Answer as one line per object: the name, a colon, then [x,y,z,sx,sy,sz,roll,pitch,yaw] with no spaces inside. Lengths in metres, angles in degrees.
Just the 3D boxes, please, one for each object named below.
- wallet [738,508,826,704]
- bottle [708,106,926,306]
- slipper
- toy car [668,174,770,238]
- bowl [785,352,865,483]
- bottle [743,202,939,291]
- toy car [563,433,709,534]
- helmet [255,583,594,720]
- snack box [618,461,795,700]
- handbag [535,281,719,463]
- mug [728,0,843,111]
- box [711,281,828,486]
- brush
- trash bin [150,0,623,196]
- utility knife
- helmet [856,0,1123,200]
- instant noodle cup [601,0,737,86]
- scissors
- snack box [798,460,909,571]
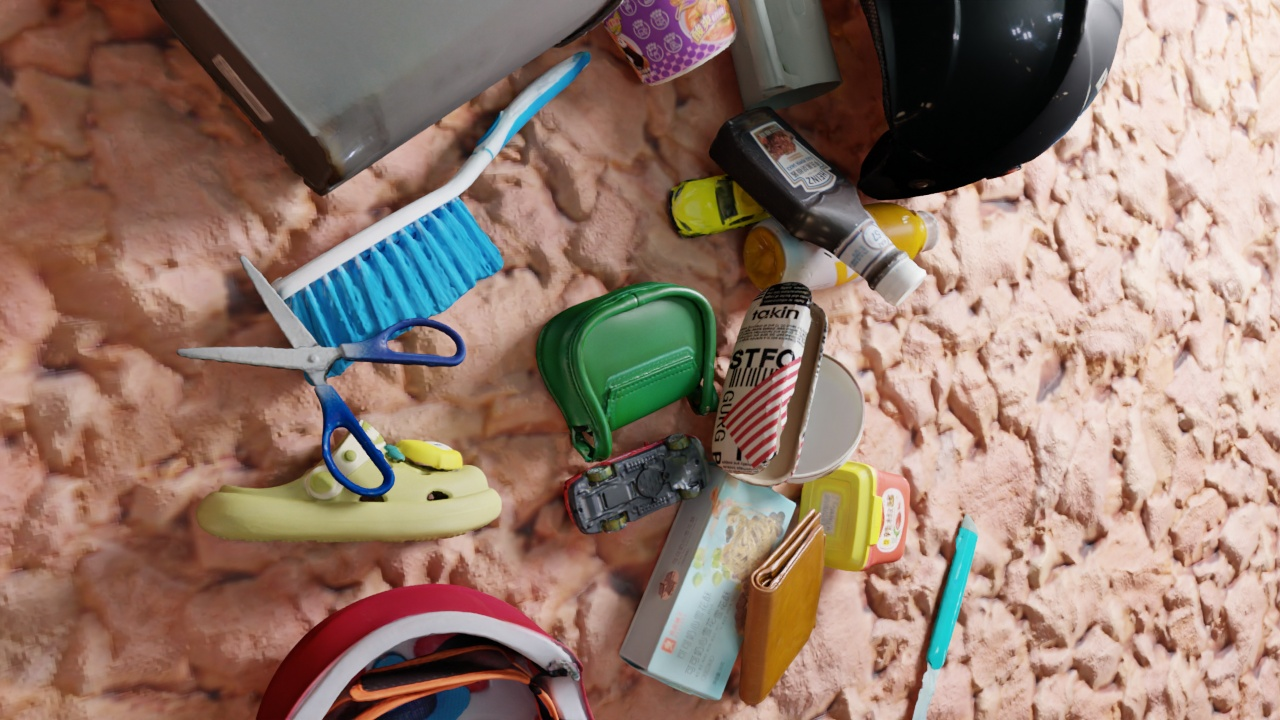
wallet: [0.120,0.196,0.740,0.118,0.035,0.131,-39,139,-46]
bottle: [0.143,-0.122,0.728,0.195,0.044,0.079,47,48,14]
slipper: [-0.183,0.079,0.597,0.190,0.092,0.081,2,86,-24]
toy car: [0.073,-0.133,0.765,0.105,0.032,0.048,-16,97,-25]
bowl: [0.130,0.052,0.763,0.113,0.113,0.062,-63,155,-15]
bottle: [0.181,-0.101,0.800,0.189,0.068,0.068,-12,95,-27]
toy car: [-0.003,0.094,0.713,0.120,0.045,0.053,-17,99,-22]
helmet: [-0.141,0.249,0.587,0.206,0.144,0.240,-15,110,-27]
snack box: [0.055,0.175,0.738,0.074,0.052,0.174,30,75,-25]
handbag: [-0.004,0.004,0.701,0.131,0.068,0.120,-24,105,-27]
mug: [0.108,-0.264,0.743,0.123,0.084,0.103,-23,100,-67]
box: [0.105,0.021,0.728,0.081,0.075,0.163,33,63,-43]
brush: [-0.126,-0.110,0.653,0.313,0.061,0.109,-38,102,-26]
trash bin: [-0.160,-0.232,0.566,0.219,0.199,0.199,-44,108,-14]
utility knife: [0.290,0.255,0.880,0.029,0.013,0.221,28,74,-26]
helmet: [0.277,-0.269,0.765,0.274,0.231,0.233,-5,84,-53]
instant noodle cup: [0.017,-0.273,0.702,0.111,0.112,0.099,-40,115,-23]
scissors: [-0.189,0.006,0.567,0.162,0.012,0.175,-20,83,-21]
snack box: [0.186,0.133,0.797,0.080,0.082,0.091,10,85,-41]
